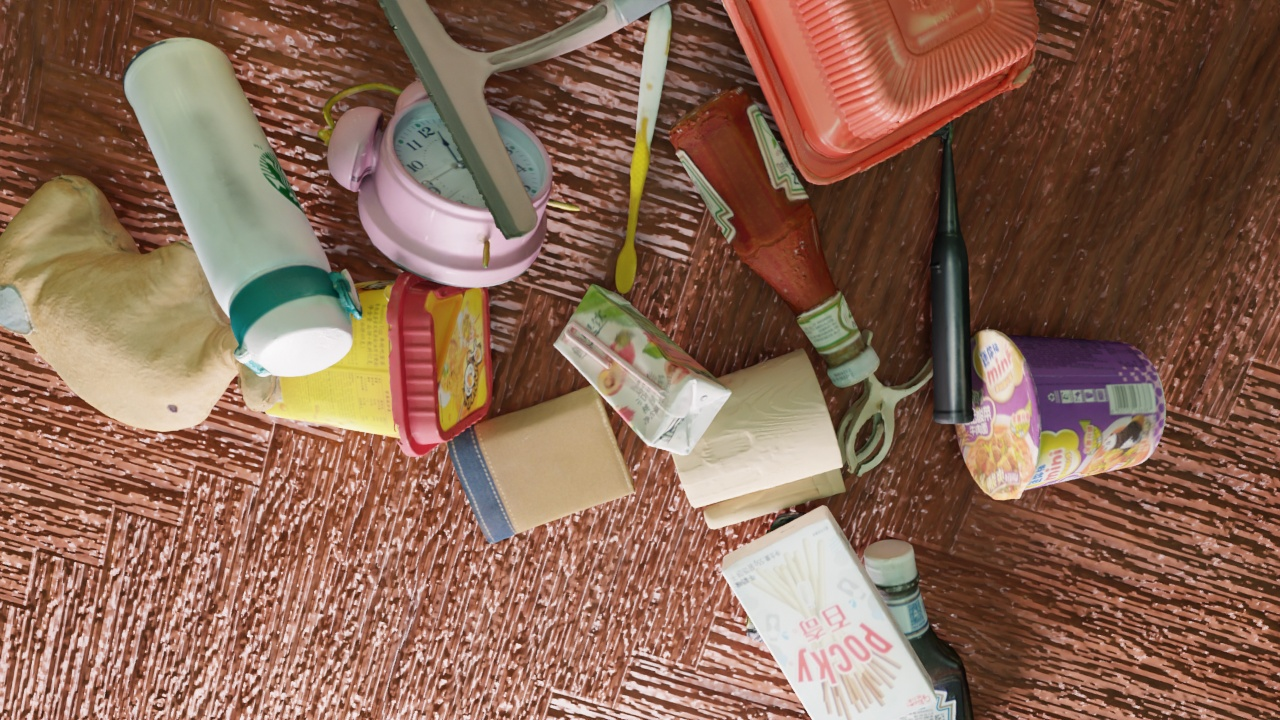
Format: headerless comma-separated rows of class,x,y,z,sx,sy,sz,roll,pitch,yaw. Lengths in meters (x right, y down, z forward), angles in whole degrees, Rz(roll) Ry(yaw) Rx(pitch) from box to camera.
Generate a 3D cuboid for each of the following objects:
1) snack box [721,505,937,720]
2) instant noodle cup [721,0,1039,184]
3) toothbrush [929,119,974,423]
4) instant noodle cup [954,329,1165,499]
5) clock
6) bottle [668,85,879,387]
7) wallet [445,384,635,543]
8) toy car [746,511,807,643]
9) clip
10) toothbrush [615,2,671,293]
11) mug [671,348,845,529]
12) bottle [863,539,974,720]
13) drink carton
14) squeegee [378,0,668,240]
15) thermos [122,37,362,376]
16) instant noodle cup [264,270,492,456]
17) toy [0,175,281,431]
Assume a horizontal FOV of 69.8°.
snack box,0.132,0.187,0.643,0.085,0.026,0.157,-30,96,12
instant noodle cup,0.157,-0.213,0.547,0.188,0.079,0.164,-30,104,-9
toothbrush,0.204,-0.064,0.611,0.027,0.026,0.212,-4,94,-6
instant noodle cup,0.276,0.032,0.607,0.099,0.111,0.111,-4,103,-9
clock,-0.124,-0.118,0.564,0.158,0.116,0.060,38,137,9
bottle,0.092,-0.076,0.598,0.060,0.059,0.206,-31,98,7
wallet,-0.071,0.073,0.653,0.115,0.033,0.090,-19,105,4
toy car,0.109,0.159,0.669,0.049,0.031,0.106,10,105,3
clip,0.162,0.032,0.641,0.061,0.034,0.097,21,97,-3
toothbrush,0.002,-0.139,0.612,0.016,0.018,0.191,8,100,1
mug,0.079,0.061,0.631,0.103,0.084,0.125,-18,129,6
bottle,0.199,0.228,0.680,0.080,0.044,0.195,-12,102,3
drink carton,-0.004,0.003,0.591,0.045,0.122,0.053,20,108,-47
squeegee,-0.022,-0.218,0.570,0.249,0.040,0.247,-27,72,-6
thermos,-0.235,-0.091,0.543,0.073,0.073,0.224,-35,69,8
instant noodle cup,-0.173,-0.005,0.600,0.124,0.116,0.116,2,102,12
toy,-0.314,-0.017,0.587,0.226,0.082,0.144,30,124,11
